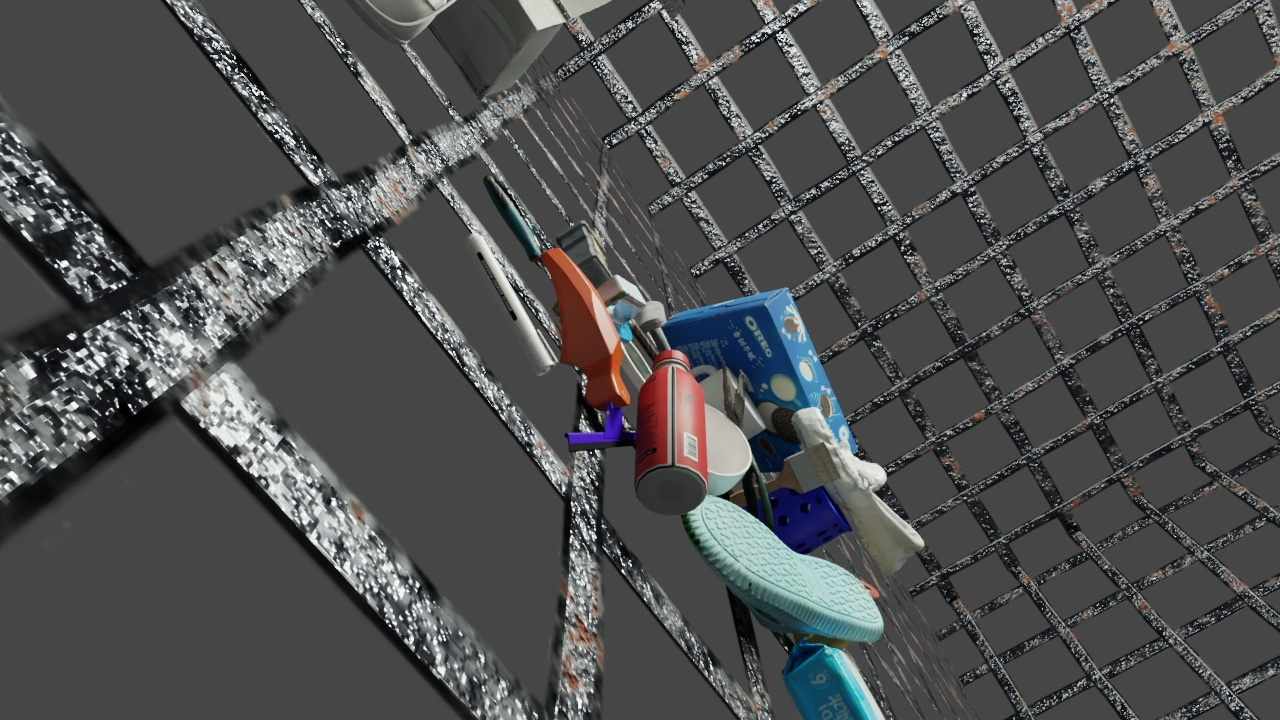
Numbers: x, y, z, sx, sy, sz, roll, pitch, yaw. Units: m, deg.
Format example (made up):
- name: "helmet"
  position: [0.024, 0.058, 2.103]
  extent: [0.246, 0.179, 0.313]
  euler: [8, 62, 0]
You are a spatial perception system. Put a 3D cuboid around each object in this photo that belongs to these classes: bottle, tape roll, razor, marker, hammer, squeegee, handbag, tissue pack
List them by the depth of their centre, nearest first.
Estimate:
- name: "marker"
  position: [-0.104, -0.048, 0.733]
  extent: [0.133, 0.020, 0.017]
  euler: [59, 0, 15]
- name: "squeegee"
  position: [-0.045, -0.014, 0.811]
  extent: [0.184, 0.055, 0.249]
  euler: [67, 11, 9]
- name: "bottle"
  position: [0.028, 0.056, 0.829]
  extent: [0.062, 0.062, 0.176]
  euler: [51, 24, -31]
- name: "tissue pack"
  position: [0.181, 0.323, 0.838]
  extent: [0.144, 0.062, 0.093]
  euler: [63, 10, 26]
- name: "handbag"
  position: [-0.275, -0.408, 0.857]
  extent: [0.222, 0.096, 0.215]
  euler: [46, 11, -26]
- name: "tape roll"
  position: [-0.006, 0.006, 1.078]
  extent: [0.093, 0.013, 0.093]
  euler: [54, 9, -14]
- name: "hammer"
  position: [0.001, -0.029, 1.165]
  extent: [0.322, 0.044, 0.098]
  euler: [53, 10, -35]
- name: "razor"
  position: [0.033, -0.019, 1.294]
  extent: [0.116, 0.047, 0.088]
  euler: [62, 7, -18]

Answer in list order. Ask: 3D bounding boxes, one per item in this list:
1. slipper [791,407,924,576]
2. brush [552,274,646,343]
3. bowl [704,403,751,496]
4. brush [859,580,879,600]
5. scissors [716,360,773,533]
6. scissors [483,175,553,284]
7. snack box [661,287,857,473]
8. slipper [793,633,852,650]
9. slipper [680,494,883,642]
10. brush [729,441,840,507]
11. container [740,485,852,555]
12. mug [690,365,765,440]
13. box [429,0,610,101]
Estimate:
- name: "slipper"
  position: [0.257, 0.152, 1.088]
  extent: [0.247, 0.074, 0.112]
  euler: [52, -5, -18]
- name: "brush"
  position: [-0.030, -0.047, 0.940]
  extent: [0.055, 0.075, 0.135]
  euler: [60, 10, 13]
- name: "bowl"
  position: [0.053, 0.092, 0.907]
  extent: [0.105, 0.054, 0.104]
  euler: [21, 34, -15]
- name: "brush"
  position: [0.176, 0.232, 0.980]
  extent: [0.172, 0.030, 0.041]
  euler: [22, 12, -14]
- name: "scissors"
  position: [0.108, 0.104, 0.949]
  extent: [0.154, 0.015, 0.210]
  euler: [-124, -153, -46]
- name: "scissors"
  position: [-0.117, -0.130, 0.952]
  extent: [0.129, 0.019, 0.138]
  euler: [47, 16, -50]
- name: "snack box"
  position: [0.152, 0.034, 1.201]
  extent: [0.056, 0.196, 0.239]
  euler: [-35, 105, -37]
- name: "slipper"
  position: [0.208, 0.284, 1.034]
  extent: [0.081, 0.092, 0.190]
  euler: [57, 6, 17]
- name: "slipper"
  position: [0.130, 0.215, 0.877]
  extent: [0.276, 0.070, 0.116]
  euler: [31, 21, -33]
- name: "brush"
  position: [0.150, 0.139, 1.033]
  extent: [0.045, 0.143, 0.008]
  euler: [65, 11, -2]
- name: "container"
  position: [0.174, 0.188, 1.086]
  extent: [0.084, 0.114, 0.085]
  euler: [43, 17, -54]
- name: "mug"
  position: [0.087, 0.058, 1.146]
  extent: [0.091, 0.090, 0.121]
  euler: [44, 16, -54]
- name: "box"
  position: [-0.054, -0.535, 1.123]
  extent: [0.167, 0.507, 0.148]
  euler: [57, 14, -4]
